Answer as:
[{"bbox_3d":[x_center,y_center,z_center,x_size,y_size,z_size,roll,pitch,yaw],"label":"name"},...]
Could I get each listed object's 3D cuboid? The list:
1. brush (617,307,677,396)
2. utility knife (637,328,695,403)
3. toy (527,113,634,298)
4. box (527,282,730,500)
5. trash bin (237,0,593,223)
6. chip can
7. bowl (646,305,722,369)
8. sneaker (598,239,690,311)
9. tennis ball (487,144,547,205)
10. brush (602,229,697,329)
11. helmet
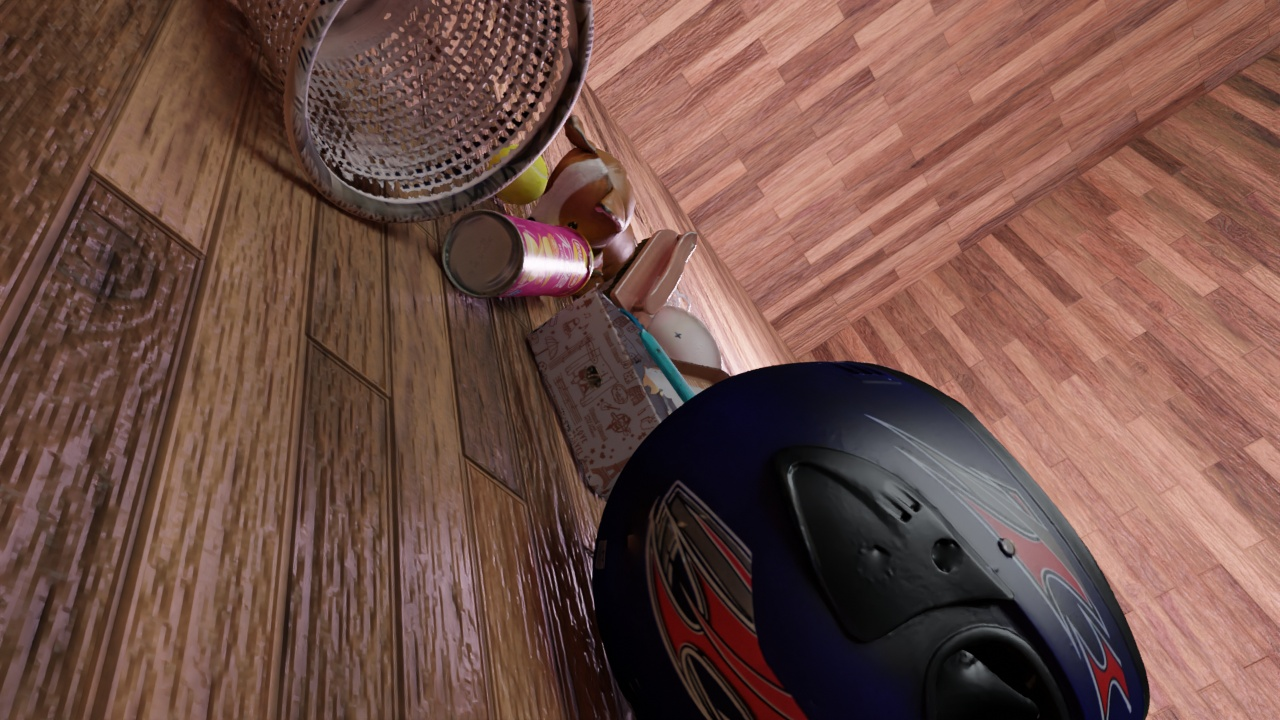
[{"bbox_3d":[-0.006,0.006,0.975,0.144,0.055,0.073,60,18,17],"label":"brush"},{"bbox_3d":[0.044,0.035,0.764,0.151,0.013,0.029,54,17,5],"label":"utility knife"},{"bbox_3d":[-0.062,-0.155,0.975,0.140,0.130,0.200,62,-18,12],"label":"toy"},{"bbox_3d":[0.029,0.059,0.843,0.260,0.105,0.178,39,21,-54],"label":"box"},{"bbox_3d":[-0.177,-0.242,0.640,0.192,0.227,0.227,48,7,26],"label":"trash bin"},{"bbox_3d":[-0.102,-0.090,0.811,0.071,0.071,0.210,56,12,2],"label":"chip can"},{"bbox_3d":[0.029,0.002,1.063,0.064,0.119,0.118,-36,92,-39],"label":"bowl"},{"bbox_3d":[0.011,-0.079,1.184,0.242,0.091,0.089,46,17,-43],"label":"sneaker"},{"bbox_3d":[-0.134,-0.202,0.999,0.065,0.065,0.065,52,12,-17],"label":"tennis ball"},{"bbox_3d":[0.016,-0.100,1.065,0.063,0.073,0.145,55,49,-28],"label":"brush"},{"bbox_3d":[0.110,0.159,0.547,0.315,0.239,0.248,52,-25,15],"label":"helmet"}]
